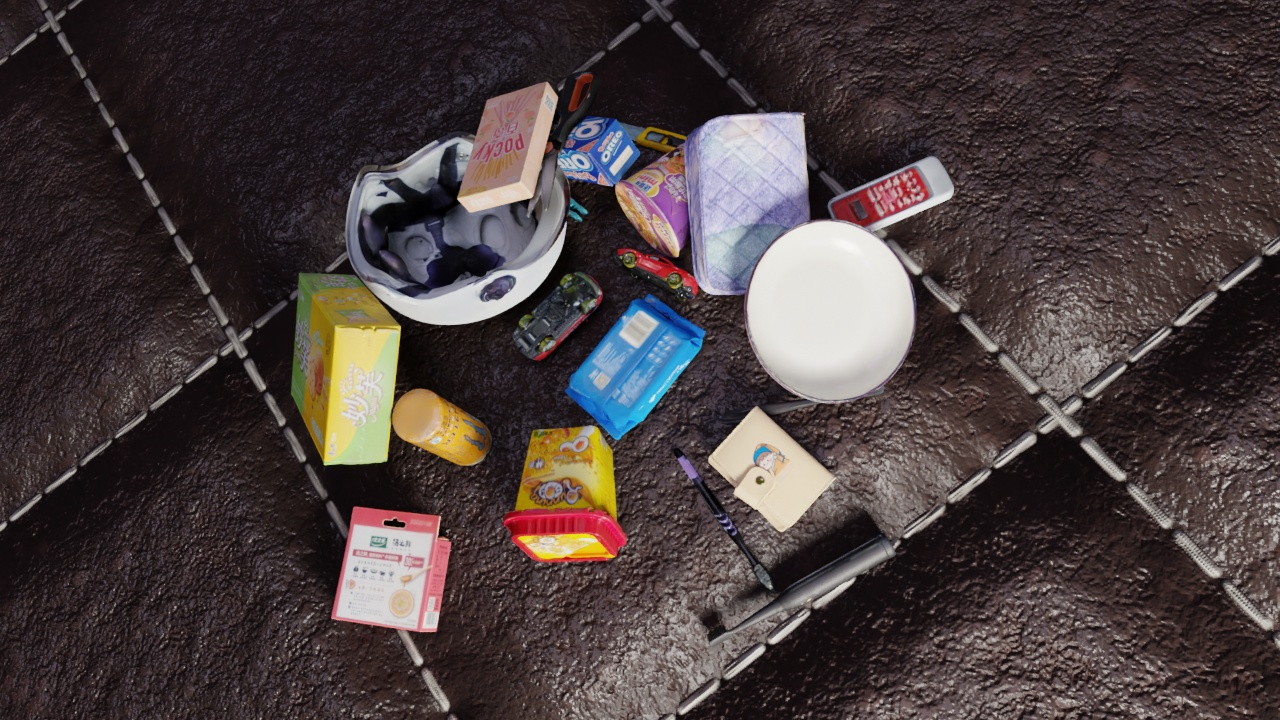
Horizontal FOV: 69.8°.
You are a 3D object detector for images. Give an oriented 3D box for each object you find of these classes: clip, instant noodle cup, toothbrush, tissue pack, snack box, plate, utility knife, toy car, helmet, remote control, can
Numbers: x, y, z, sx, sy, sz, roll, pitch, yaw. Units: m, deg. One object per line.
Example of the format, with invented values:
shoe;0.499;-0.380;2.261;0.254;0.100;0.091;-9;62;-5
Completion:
clip;-0.089;-0.193;1.141;0.056;0.014;0.040;34;85;20
instant noodle cup;0.041;-0.192;1.062;0.099;0.112;0.111;-41;68;-9
toothbrush;0.088;0.168;0.986;0.014;0.017;0.189;-36;67;1
tissue pack;-0.006;0.006;1.039;0.095;0.052;0.157;37;85;23
toothbrush;0.175;0.047;1.002;0.181;0.018;0.015;-12;92;12
toothbrush;0.162;0.239;0.942;0.213;0.026;0.027;-30;34;5
snack box;-0.334;0.004;1.025;0.210;0.070;0.158;35;120;54
plate;0.195;-0.051;0.968;0.192;0.039;0.192;0;88;-13
snack box;-0.279;0.236;1.040;0.113;0.044;0.127;4;76;16
utility knife;0.042;-0.265;1.129;0.207;0.015;0.033;20;76;19
toy car;0.018;-0.104;1.068;0.106;0.049;0.031;25;80;20
snack box;-0.146;-0.238;1.020;0.085;0.026;0.157;-9;54;26
helmet;-0.204;-0.136;1.078;0.258;0.146;0.228;-19;61;-9
instant noodle cup;-0.077;0.143;0.989;0.116;0.116;0.123;-5;61;13
toy car;-0.096;-0.052;1.082;0.120;0.045;0.053;-44;71;4
remote control;0.283;-0.184;1.042;0.136;0.020;0.055;-23;69;7
snack box;-0.093;-0.257;1.091;0.208;0.057;0.058;22;69;45
can;-0.217;0.077;1.018;0.058;0.146;0.058;-4;73;12

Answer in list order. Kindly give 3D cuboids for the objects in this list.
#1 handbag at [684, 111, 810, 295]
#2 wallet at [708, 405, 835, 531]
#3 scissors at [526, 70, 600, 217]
handbag;0.120;-0.170;1.003;0.134;0.075;0.194;-5;98;-12
wallet;0.137;0.118;0.983;0.115;0.024;0.087;43;93;15
scissors;-0.089;-0.250;1.022;0.162;0.022;0.233;-35;42;8
